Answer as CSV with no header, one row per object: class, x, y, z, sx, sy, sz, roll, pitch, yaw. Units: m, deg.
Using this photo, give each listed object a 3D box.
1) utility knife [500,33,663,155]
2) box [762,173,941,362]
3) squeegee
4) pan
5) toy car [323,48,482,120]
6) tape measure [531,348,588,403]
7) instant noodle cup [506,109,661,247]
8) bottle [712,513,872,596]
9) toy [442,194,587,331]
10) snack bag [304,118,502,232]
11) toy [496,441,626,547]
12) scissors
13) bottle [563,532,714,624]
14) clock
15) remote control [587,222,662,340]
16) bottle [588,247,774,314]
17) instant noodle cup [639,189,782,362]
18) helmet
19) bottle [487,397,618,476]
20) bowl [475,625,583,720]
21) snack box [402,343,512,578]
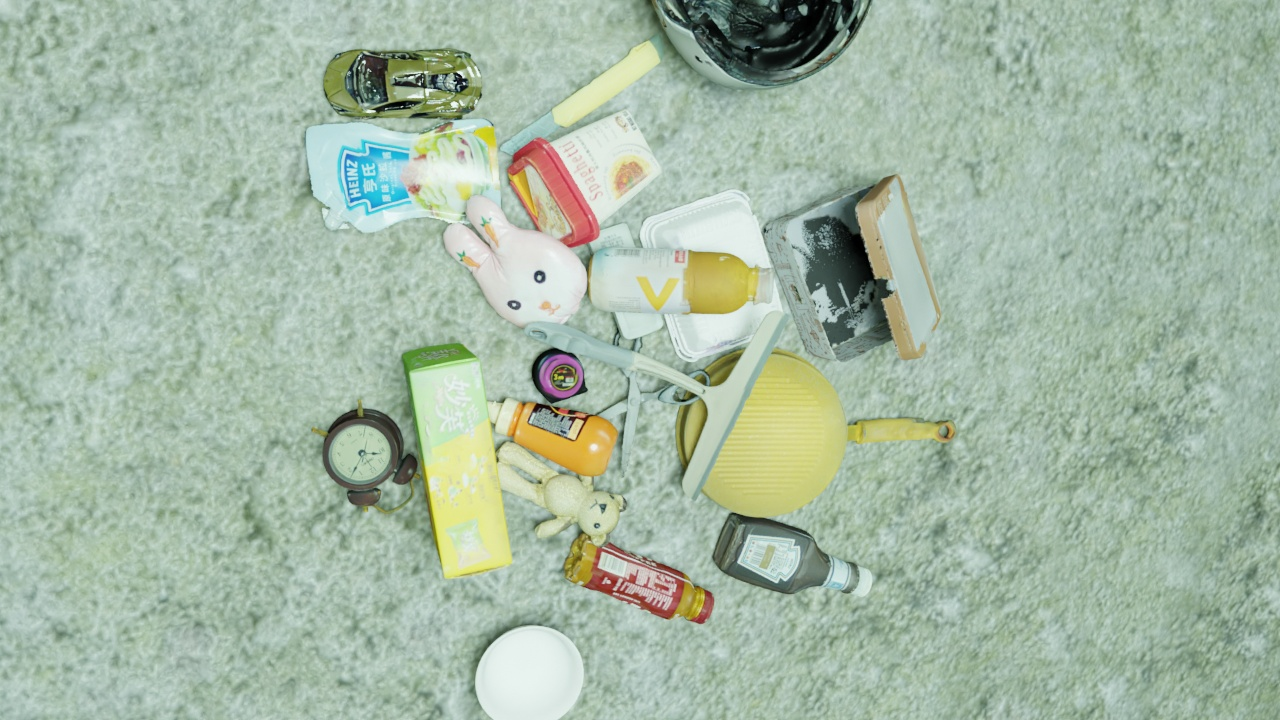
utility knife,-0.058,-0.282,0.985,0.216,0.022,0.031,-38,103,-13
box,0.255,-0.095,1.002,0.152,0.174,0.182,-25,102,-8
squeegee,-0.006,0.006,0.978,0.246,0.039,0.247,21,117,-4
pan,0.218,0.085,1.085,0.357,0.078,0.198,2,98,-7
toy car,-0.241,-0.280,0.933,0.158,0.042,0.070,-5,98,-10
tape measure,-0.091,0.015,1.007,0.057,0.039,0.058,-21,106,-11
instant noodle cup,-0.056,-0.193,0.957,0.124,0.117,0.116,-35,104,-19
bottle,0.187,0.242,1.099,0.194,0.044,0.080,19,97,-16
toy,-0.132,-0.098,0.958,0.159,0.054,0.122,38,128,-10
snack bag,-0.242,-0.191,0.947,0.191,0.039,0.110,-6,110,-12
toy,-0.092,0.143,1.010,0.157,0.066,0.105,29,66,-3
scissors,-0.009,0.040,1.026,0.179,0.014,0.159,-23,85,5
bottle,0.001,0.254,1.049,0.175,0.057,0.057,26,91,-15
clock,-0.285,0.105,0.964,0.082,0.055,0.122,-32,100,-8
remote control,-0.017,-0.086,1.009,0.049,0.024,0.125,-21,88,-11
bottle,0.042,-0.081,0.951,0.189,0.068,0.068,3,97,6
instant noodle cup,0.088,-0.093,1.024,0.138,0.060,0.173,-20,103,-10
helmet,0.105,-0.401,0.938,0.230,0.157,0.274,-20,90,-8
bottle,-0.101,0.076,0.997,0.149,0.066,0.067,19,93,2
bowl,-0.127,0.342,1.028,0.118,0.065,0.118,-2,98,-13
snack box,-0.189,0.095,0.933,0.070,0.158,0.210,-10,99,-16
